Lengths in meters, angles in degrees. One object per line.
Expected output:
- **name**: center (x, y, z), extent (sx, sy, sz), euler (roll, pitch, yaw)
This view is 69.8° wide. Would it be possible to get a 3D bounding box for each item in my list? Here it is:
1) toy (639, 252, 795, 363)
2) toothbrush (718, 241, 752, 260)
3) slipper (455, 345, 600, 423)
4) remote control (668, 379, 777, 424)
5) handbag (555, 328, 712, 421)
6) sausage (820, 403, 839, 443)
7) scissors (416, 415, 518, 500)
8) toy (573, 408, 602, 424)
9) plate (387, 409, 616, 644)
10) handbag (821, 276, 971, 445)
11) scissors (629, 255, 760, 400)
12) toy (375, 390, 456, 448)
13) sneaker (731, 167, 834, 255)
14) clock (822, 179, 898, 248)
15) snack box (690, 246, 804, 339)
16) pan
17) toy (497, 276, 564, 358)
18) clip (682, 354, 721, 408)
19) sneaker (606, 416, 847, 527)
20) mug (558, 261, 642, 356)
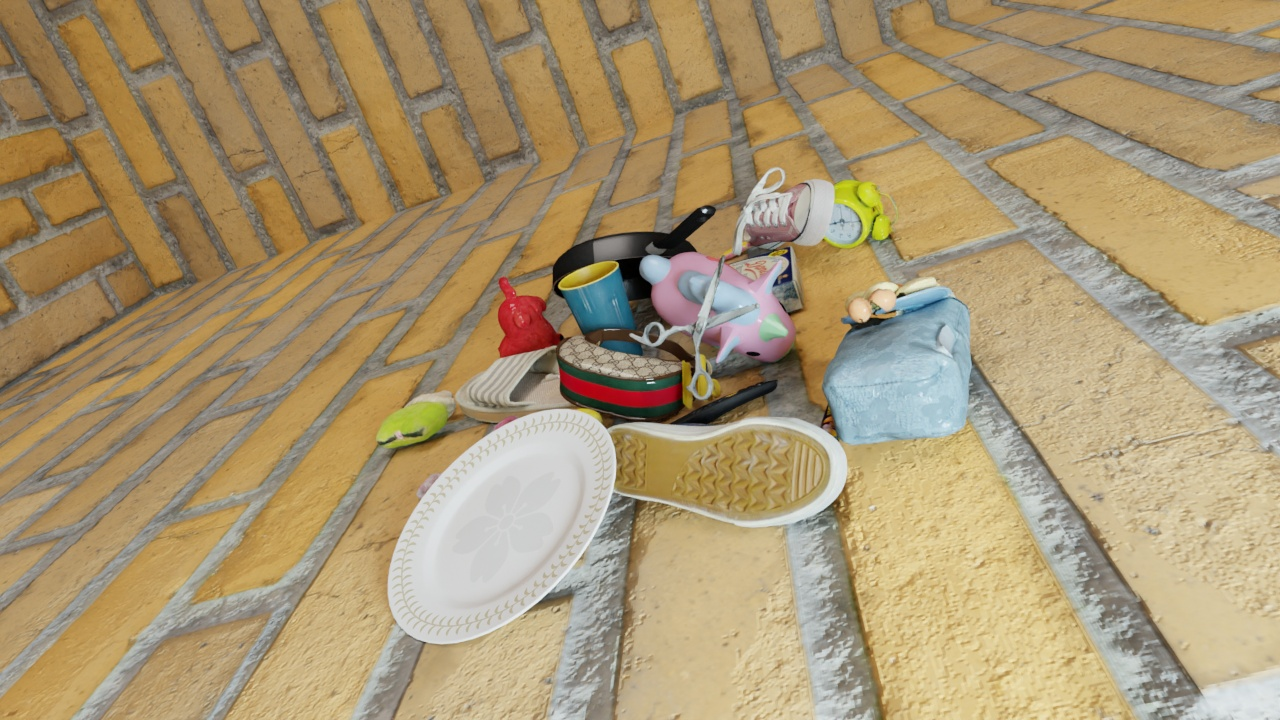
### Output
- **toy**: center (0.075, -0.067, 0.999), extent (0.222, 0.171, 0.120), euler (32, 89, 22)
- **toothbrush**: center (0.177, -0.181, 1.385), extent (0.135, 0.016, 0.021), euler (-24, 22, -8)
- **slipper**: center (-0.123, 0.029, 1.110), extent (0.273, 0.054, 0.114), euler (1, 37, 40)
- **remote control**: center (0.067, 0.054, 0.909), extent (0.151, 0.020, 0.041), euler (-25, 0, -13)
- **handbag**: center (-0.006, 0.006, 1.005), extent (0.167, 0.063, 0.138), euler (13, 33, 25)
- **sausage**: center (0.174, 0.052, 0.820), extent (0.020, 0.020, 0.154), euler (-10, 24, 26)
- **scissors**: center (-0.183, 0.119, 0.955), extent (0.169, 0.014, 0.170), euler (-29, 21, 22)
- **toy**: center (-0.084, 0.087, 0.922), extent (0.105, 0.067, 0.137), euler (-29, 13, -2)
- **plate**: center (-0.121, 0.141, 0.808), extent (0.243, 0.016, 0.242), euler (-25, 35, 19)
- **handbag**: center (0.219, -0.010, 0.792), extent (0.122, 0.119, 0.191), euler (-9, 19, 27)
- **scissors**: center (0.050, -0.031, 0.917), extent (0.014, 0.141, 0.175), euler (5, -4, -44)
- **toy**: center (-0.278, 0.071, 1.161), extent (0.092, 0.043, 0.117), euler (-15, 19, 21)
- **sneaker**: center (0.183, -0.199, 1.252), extent (0.087, 0.118, 0.241), euler (11, -4, -15)
- **clock**: center (0.290, -0.198, 1.231), extent (0.119, 0.083, 0.056), euler (-6, 31, 41)
- **snack box**: center (0.131, -0.088, 1.166), extent (0.145, 0.043, 0.144), euler (-16, 21, 14)
- **pan**: center (0.008, -0.141, 1.180), extent (0.203, 0.044, 0.357), euler (-2, -13, -23)
- **toy**: center (-0.173, -0.045, 1.240), extent (0.094, 0.133, 0.088), euler (-23, 9, 19)
- **clip**: center (0.061, 0.026, 0.944), extent (0.045, 0.048, 0.054), euler (-4, 63, 4)
- **sneaker**: center (0.072, 0.089, 0.773), extent (0.236, 0.087, 0.079), euler (-1, -2, 39)
- **mug**: center (-0.044, -0.051, 1.130), extent (0.078, 0.121, 0.078), euler (-18, 22, 7)
